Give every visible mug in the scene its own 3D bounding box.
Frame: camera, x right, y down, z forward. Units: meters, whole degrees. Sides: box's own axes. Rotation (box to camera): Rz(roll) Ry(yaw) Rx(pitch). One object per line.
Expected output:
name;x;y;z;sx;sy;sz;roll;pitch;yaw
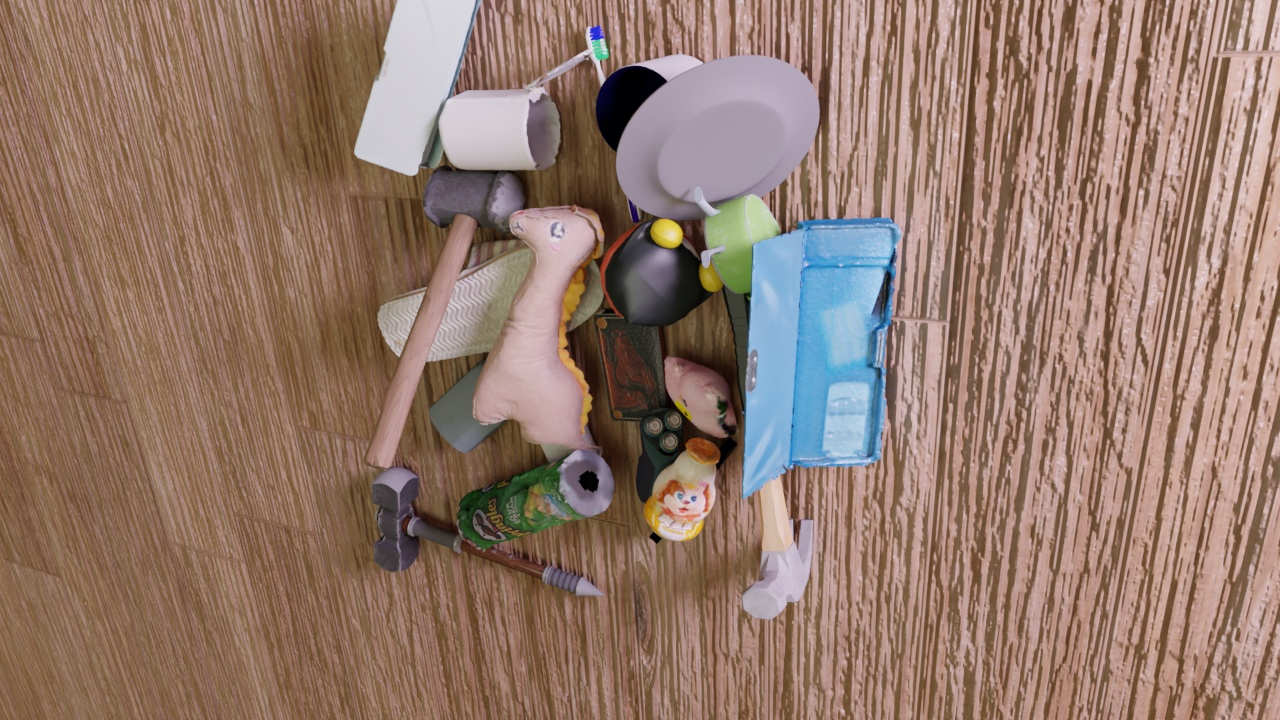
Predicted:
mug;0.021;-0.208;0.810;0.079;0.096;0.112;-4;110;28

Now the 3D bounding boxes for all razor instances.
razor;0.016;0.105;0.971;0.143;0.047;0.052;100;148;-49

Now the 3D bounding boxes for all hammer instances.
hammer;-0.205;-0.050;0.904;0.098;0.327;0.052;9;160;23
hammer;-0.194;0.242;1.155;0.322;0.042;0.156;15;118;17
hammer;0.118;0.075;0.888;0.039;0.130;0.328;-4;100;28

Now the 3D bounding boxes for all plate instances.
plate;0.067;-0.177;0.770;0.179;0.178;0.012;-43;51;34

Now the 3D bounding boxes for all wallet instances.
wallet;-0.006;0.006;0.964;0.072;0.019;0.123;2;112;25

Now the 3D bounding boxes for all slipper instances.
slipper;-0.160;-0.068;0.983;0.263;0.052;0.115;-16;115;18

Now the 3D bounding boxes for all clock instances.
clock;0.096;-0.098;0.807;0.043;0.119;0.094;-17;65;29

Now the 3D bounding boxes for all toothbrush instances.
toothbrush;-0.023;-0.222;0.874;0.016;0.015;0.187;-7;109;24

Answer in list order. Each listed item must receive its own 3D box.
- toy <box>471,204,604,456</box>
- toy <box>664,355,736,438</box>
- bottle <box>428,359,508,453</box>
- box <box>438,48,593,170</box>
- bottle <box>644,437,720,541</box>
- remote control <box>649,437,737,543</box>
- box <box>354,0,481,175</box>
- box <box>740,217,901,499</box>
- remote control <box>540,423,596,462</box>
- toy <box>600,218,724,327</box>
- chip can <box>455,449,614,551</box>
toy;-0.078;-0.027;0.935;0.196;0.065;0.265;21;115;-17
toy;0.058;0.032;0.915;0.093;0.050;0.102;41;166;23
bottle;-0.172;0.039;1.046;0.162;0.046;0.072;-38;92;34
box;-0.114;-0.236;0.869;0.160;0.084;0.119;8;118;21
bottle;0.046;0.129;0.924;0.063;0.063;0.109;28;121;13
remote control;0.056;0.142;0.985;0.013;0.034;0.150;40;123;9
box;-0.210;-0.289;0.900;0.085;0.096;0.199;19;124;-18
box;0.147;-0.006;0.809;0.066;0.172;0.232;30;125;54
remote control;-0.080;0.101;1.041;0.060;0.025;0.138;-13;108;30
toy;0.009;-0.084;0.868;0.097;0.119;0.100;40;95;-24
chip can;-0.123;0.159;1.033;0.224;0.075;0.075;-26;99;45
